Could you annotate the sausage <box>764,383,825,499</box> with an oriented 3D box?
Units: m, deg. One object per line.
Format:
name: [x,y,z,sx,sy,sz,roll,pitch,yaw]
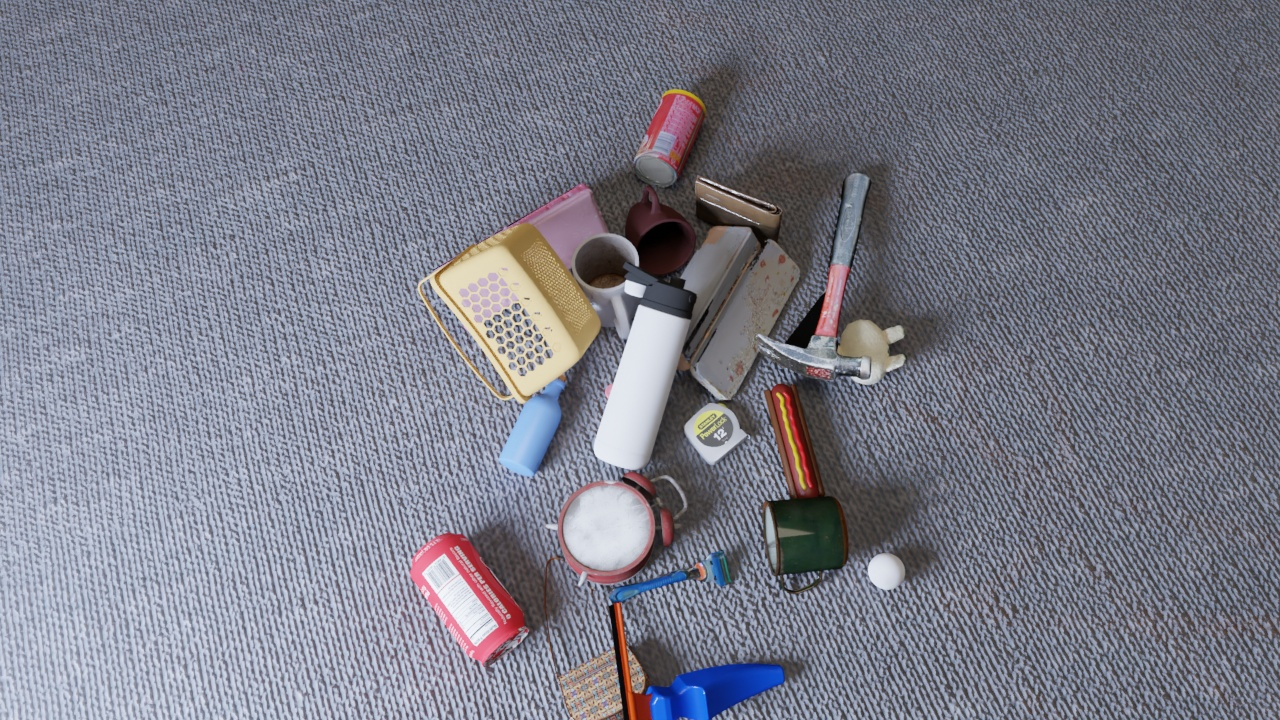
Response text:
sausage: [0.184,0.099,1.100,0.040,0.040,0.155,-10,66,-2]

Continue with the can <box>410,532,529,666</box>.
can: [-0.192,0.264,1.024,0.074,0.074,0.142,-38,70,-14]

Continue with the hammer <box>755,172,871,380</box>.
hammer: [0.245,-0.118,1.175,0.141,0.036,0.325,7,57,19]

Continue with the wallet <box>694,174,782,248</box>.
wallet: [0.127,-0.194,1.201,0.121,0.099,0.027,26,77,13]

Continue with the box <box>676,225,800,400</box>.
box: [0.105,-0.063,1.178,0.115,0.096,0.216,14,62,39]

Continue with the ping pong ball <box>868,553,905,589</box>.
ping pong ball: [0.277,0.237,1.033,0.040,0.040,0.040,-1,66,2]

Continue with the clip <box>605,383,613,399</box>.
clip: [-0.019,0.027,1.145,0.060,0.044,0.023,-34,65,-27]

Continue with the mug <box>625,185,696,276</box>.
mug: [0.015,-0.181,1.200,0.087,0.114,0.088,-18,44,-11]

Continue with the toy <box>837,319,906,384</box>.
toy: [0.275,-0.011,1.139,0.112,0.050,0.087,-12,61,13]

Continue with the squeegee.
squeegee: [0.066,0.355,0.975,0.184,0.055,0.249,-9,96,-16]

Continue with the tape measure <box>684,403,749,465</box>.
tape measure: [0.092,0.088,1.121,0.064,0.017,0.065,-38,70,-13]

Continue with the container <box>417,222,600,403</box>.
container: [-0.163,-0.053,1.108,0.167,0.129,0.183,-28,106,27]

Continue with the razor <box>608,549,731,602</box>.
razor: [0.031,0.251,1.051,0.141,0.018,0.044,-14,102,-2]

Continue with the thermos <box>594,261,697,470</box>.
thermos: [-0.006,0.006,1.088,0.101,0.068,0.230,19,95,22]

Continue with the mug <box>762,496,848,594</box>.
mug: [0.186,0.210,1.035,0.081,0.085,0.111,-5,100,-2]

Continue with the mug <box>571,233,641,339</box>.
mug: [-0.036,-0.085,1.160,0.083,0.096,0.119,-18,66,-6]

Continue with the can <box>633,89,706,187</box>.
can: [0.041,-0.309,1.272,0.067,0.067,0.124,18,68,10]

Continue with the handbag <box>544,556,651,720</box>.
handbag: [-0.064,0.310,1.028,0.093,0.043,0.195,-27,59,-6]

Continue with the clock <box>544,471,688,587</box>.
clock: [-0.021,0.189,1.057,0.156,0.062,0.110,-28,68,-12]

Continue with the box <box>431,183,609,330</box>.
box: [-0.166,-0.151,1.218,0.232,0.099,0.107,-34,36,-11]

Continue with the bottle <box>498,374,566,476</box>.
bottle: [-0.124,0.074,1.120,0.048,0.048,0.131,20,68,11]
